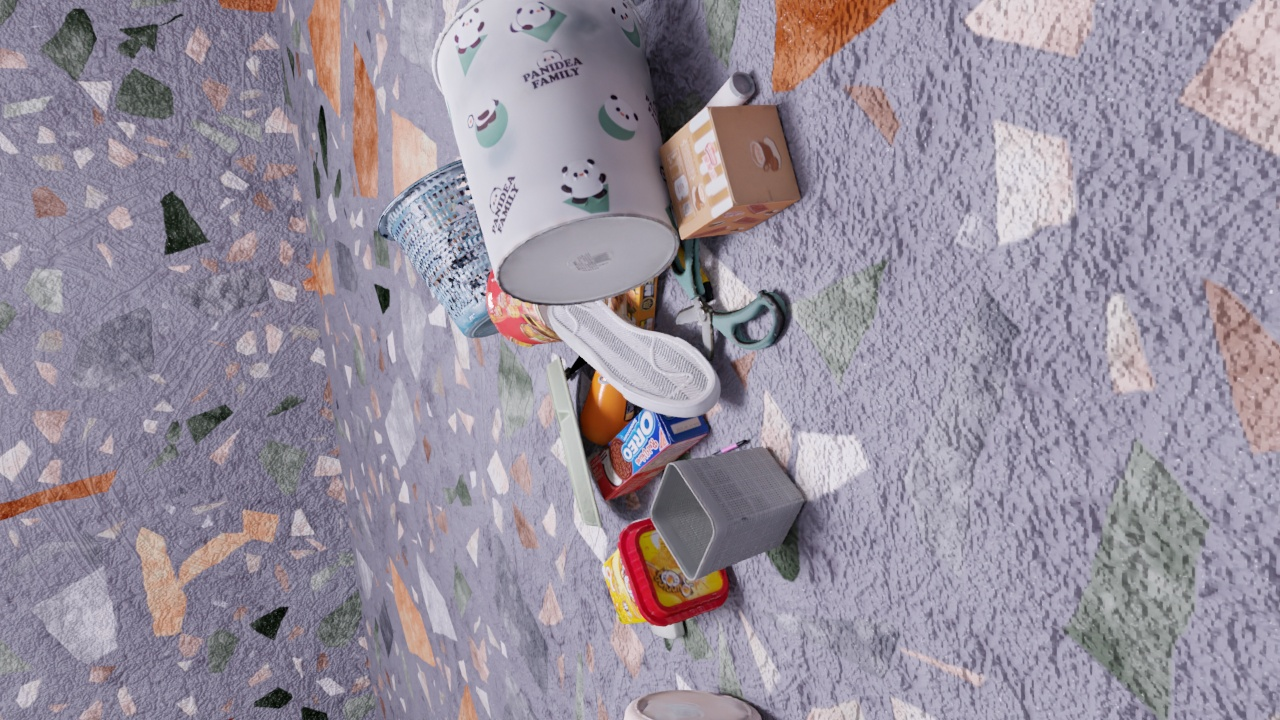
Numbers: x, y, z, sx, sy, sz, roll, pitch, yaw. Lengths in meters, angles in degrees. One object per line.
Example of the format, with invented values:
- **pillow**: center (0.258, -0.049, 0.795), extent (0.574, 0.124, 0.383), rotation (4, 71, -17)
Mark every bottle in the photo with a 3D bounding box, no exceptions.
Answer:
- **bottle**: center (-0.033, 0.030, 1.132), extent (0.067, 0.066, 0.150), rotation (40, 125, 49)

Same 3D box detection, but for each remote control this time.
- **remote control**: center (0.022, 0.271, 1.148), extent (0.058, 0.021, 0.150), rotation (-13, 88, 59)

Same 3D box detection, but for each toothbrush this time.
- **toothbrush**: center (0.069, 0.116, 1.025), extent (0.190, 0.014, 0.018), rotation (-36, 77, 58)
- **toothbrush**: center (-0.067, -0.012, 1.213), extent (0.213, 0.026, 0.027), rotation (-41, 30, 58)
- **toothbrush**: center (0.049, -0.220, 0.938), extent (0.026, 0.026, 0.222), rotation (44, 149, -5)

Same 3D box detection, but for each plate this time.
- **plate**: center (-0.088, 0.108, 1.196), extent (0.230, 0.027, 0.230), rotation (166, 91, -85)

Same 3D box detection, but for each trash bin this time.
- **trash bin**: center (-0.078, -0.206, 0.929), extent (0.230, 0.229, 0.251), rotation (-44, 54, 56)
- **trash bin**: center (-0.218, -0.146, 1.274), extent (0.195, 0.226, 0.227), rotation (62, 149, 5)
- **trash bin**: center (0.053, 0.473, 0.991), extent (0.228, 0.227, 0.192), rotation (-3, 84, 61)

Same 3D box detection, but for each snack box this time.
- **snack box**: center (-0.009, -0.104, 1.057), extent (0.075, 0.026, 0.154), rotation (49, 147, 42)
- **snack box**: center (0.080, -0.172, 0.845), extent (0.095, 0.077, 0.092), rotation (-25, 77, 61)
- **snack box**: center (0.007, 0.104, 1.086), extent (0.208, 0.058, 0.057), rotation (-47, 61, 55)

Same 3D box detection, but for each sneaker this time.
- **sneaker**: center (-0.006, 0.006, 1.017), extent (0.242, 0.089, 0.091), rotation (34, 161, 36)

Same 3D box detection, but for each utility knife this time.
- **utility knife**: center (0.021, -0.144, 1.020), extent (0.230, 0.015, 0.033), rotation (57, 144, 31)

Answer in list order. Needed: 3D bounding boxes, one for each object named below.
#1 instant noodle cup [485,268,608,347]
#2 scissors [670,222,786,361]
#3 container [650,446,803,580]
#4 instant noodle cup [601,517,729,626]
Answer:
- **instant noodle cup**: center (-0.111, -0.084, 1.157), extent (0.109, 0.137, 0.138), rotation (7, 105, 57)
- **scissors**: center (0.079, -0.077, 0.916), extent (0.170, 0.019, 0.175), rotation (9, 114, 53)
- **container**: center (0.086, 0.144, 0.898), extent (0.090, 0.114, 0.090), rotation (55, 143, 36)
- **instant noodle cup**: center (0.020, 0.244, 1.044), extent (0.124, 0.115, 0.116), rotation (-47, 59, 54)
